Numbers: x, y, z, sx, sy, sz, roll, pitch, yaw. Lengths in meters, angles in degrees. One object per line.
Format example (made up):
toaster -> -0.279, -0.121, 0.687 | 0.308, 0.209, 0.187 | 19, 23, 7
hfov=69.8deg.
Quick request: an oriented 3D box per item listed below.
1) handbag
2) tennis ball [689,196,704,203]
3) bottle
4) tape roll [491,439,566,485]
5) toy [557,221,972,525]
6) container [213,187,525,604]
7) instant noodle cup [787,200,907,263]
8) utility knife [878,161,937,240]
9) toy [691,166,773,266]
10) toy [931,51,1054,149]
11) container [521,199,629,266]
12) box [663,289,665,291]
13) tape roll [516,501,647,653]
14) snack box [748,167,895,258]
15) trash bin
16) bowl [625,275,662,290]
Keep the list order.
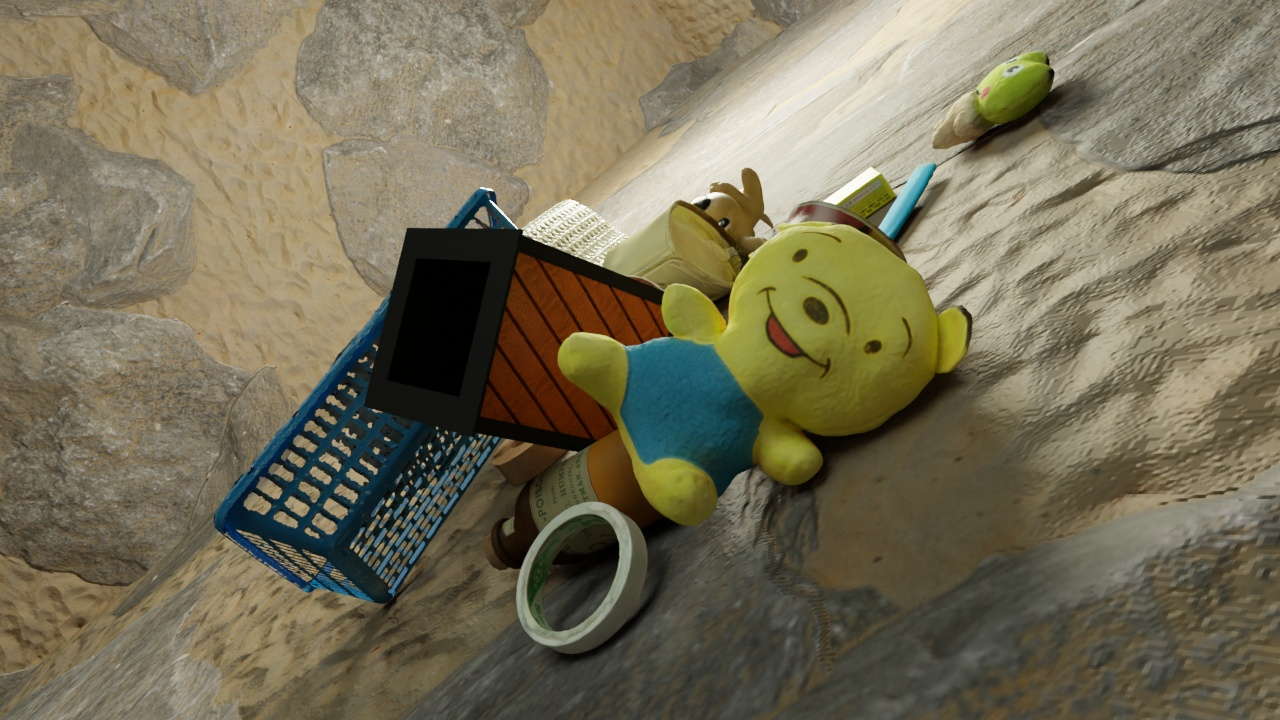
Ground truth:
handbag -> 0.037, -0.096, 0.961 | 0.120, 0.111, 0.081 | -28, 46, 44
tennis ball -> 0.085, -0.175, 1.159 | 0.065, 0.065, 0.065 | -36, 15, 11
bottle -> -0.047, 0.105, 0.648 | 0.157, 0.068, 0.067 | -32, 17, 25
tape roll -> -0.104, 0.083, 0.922 | 0.094, 0.027, 0.094 | -36, 15, 11
toy -> 0.075, 0.001, 0.557 | 0.214, 0.149, 0.084 | -33, -18, 3
container -> -0.195, 0.053, 0.841 | 0.361, 0.089, 0.258 | -57, -11, -23
instant noodle cup -> 0.118, -0.039, 0.649 | 0.112, 0.100, 0.100 | -51, 18, -17
utility knife -> 0.220, -0.123, 0.792 | 0.031, 0.015, 0.174 | -22, 24, 54
toy -> 0.101, -0.152, 1.012 | 0.134, 0.106, 0.108 | -15, 38, 48
toy -> 0.316, -0.233, 0.833 | 0.118, 0.043, 0.092 | -31, 18, 31
container -> -0.113, -0.101, 1.209 | 0.185, 0.143, 0.250 | -47, 0, 42
box -> -0.005, -0.028, 0.890 | 0.102, 0.095, 0.107 | -35, 13, 9
tape roll -> -0.038, 0.133, 0.569 | 0.094, 0.018, 0.093 | -26, 44, 28
snack box -> 0.174, -0.130, 0.890 | 0.148, 0.029, 0.040 | -35, 16, 12
trash bin -> -0.086, -0.008, 0.706 | 0.140, 0.171, 0.139 | 9, 84, 44
bowl -> -0.005, 0.005, 0.793 | 0.145, 0.063, 0.145 | -15, 67, 40
